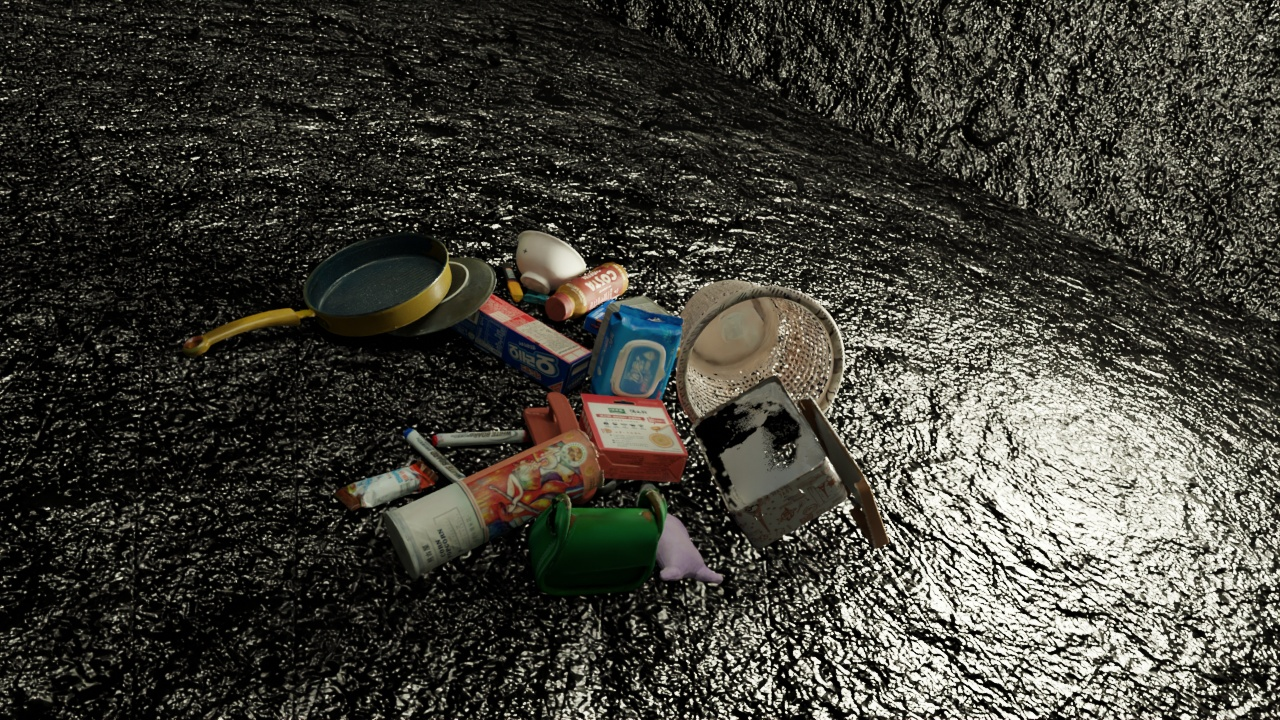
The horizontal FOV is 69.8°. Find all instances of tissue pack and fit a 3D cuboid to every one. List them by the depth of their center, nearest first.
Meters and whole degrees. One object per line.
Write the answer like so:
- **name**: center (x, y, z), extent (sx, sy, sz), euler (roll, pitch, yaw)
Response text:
- **tissue pack**: center (-0.007, 0.007, 1.194), extent (0.095, 0.157, 0.052), euler (9, 24, -20)

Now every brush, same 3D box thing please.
- **brush**: center (-0.088, 0.105, 1.060), extent (0.063, 0.069, 0.145), euler (0, 42, -26)

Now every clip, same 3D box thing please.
- **clip**: center (-0.154, -0.095, 1.428), extent (0.057, 0.015, 0.049), euler (15, 28, 0)

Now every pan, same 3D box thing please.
- **pan**: center (-0.413, -0.078, 1.196), extent (0.356, 0.078, 0.198), euler (-36, 44, -28)

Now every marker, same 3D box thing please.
- **marker**: center (-0.220, 0.121, 1.035), extent (0.146, 0.017, 0.016), euler (35, 35, 29)
- **marker**: center (-0.178, 0.093, 1.103), extent (0.145, 0.017, 0.017), euler (0, 34, -28)
- **marker**: center (-0.205, -0.127, 1.455), extent (0.018, 0.015, 0.123), euler (2, 31, -20)

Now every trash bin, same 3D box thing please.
- **trash bin**: center (0.143, -0.018, 1.277), extent (0.227, 0.228, 0.192), euler (9, 19, -13)

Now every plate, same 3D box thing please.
- **plate**: center (-0.289, -0.097, 1.274), extent (0.179, 0.024, 0.179), euler (-10, 40, 9)

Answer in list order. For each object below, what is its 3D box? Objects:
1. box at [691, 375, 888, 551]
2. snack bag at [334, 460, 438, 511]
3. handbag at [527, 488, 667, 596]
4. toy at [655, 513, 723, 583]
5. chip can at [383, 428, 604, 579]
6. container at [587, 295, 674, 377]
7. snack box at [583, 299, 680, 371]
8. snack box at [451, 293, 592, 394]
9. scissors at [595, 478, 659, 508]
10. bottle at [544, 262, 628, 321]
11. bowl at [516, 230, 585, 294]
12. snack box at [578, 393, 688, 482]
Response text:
- **box**: center (0.188, 0.148, 1.135), extent (0.157, 0.193, 0.183), euler (-29, 36, 6)
- **snack bag**: center (-0.270, 0.134, 0.980), extent (0.104, 0.026, 0.048), euler (-13, 30, -41)
- **handbag**: center (-0.044, 0.178, 0.928), extent (0.131, 0.120, 0.068), euler (5, 38, -24)
- **toy**: center (0.038, 0.204, 1.007), extent (0.083, 0.039, 0.108), euler (15, 22, -32)
- **chip can**: center (-0.144, 0.140, 0.929), extent (0.214, 0.071, 0.071), euler (-24, 47, -26)
- **container**: center (-0.008, -0.021, 1.277), extent (0.090, 0.114, 0.090), euler (37, 36, 31)
- **snack box**: center (0.000, -0.041, 1.403), extent (0.157, 0.026, 0.084), euler (25, 31, 15)
- **snack box**: center (-0.166, -0.028, 1.268), extent (0.207, 0.057, 0.058), euler (30, 30, 22)
- **scissors**: center (0.002, 0.137, 1.125), extent (0.170, 0.014, 0.159), euler (3, 32, -25)
- **bottle**: center (-0.085, -0.106, 1.436), extent (0.057, 0.058, 0.174), euler (28, 32, 18)
- **bowl**: center (-0.152, -0.143, 1.444), extent (0.118, 0.118, 0.064), euler (22, 69, 8)
- **snack box**: center (-0.015, 0.095, 1.135), extent (0.113, 0.044, 0.127), euler (6, 27, -18)
